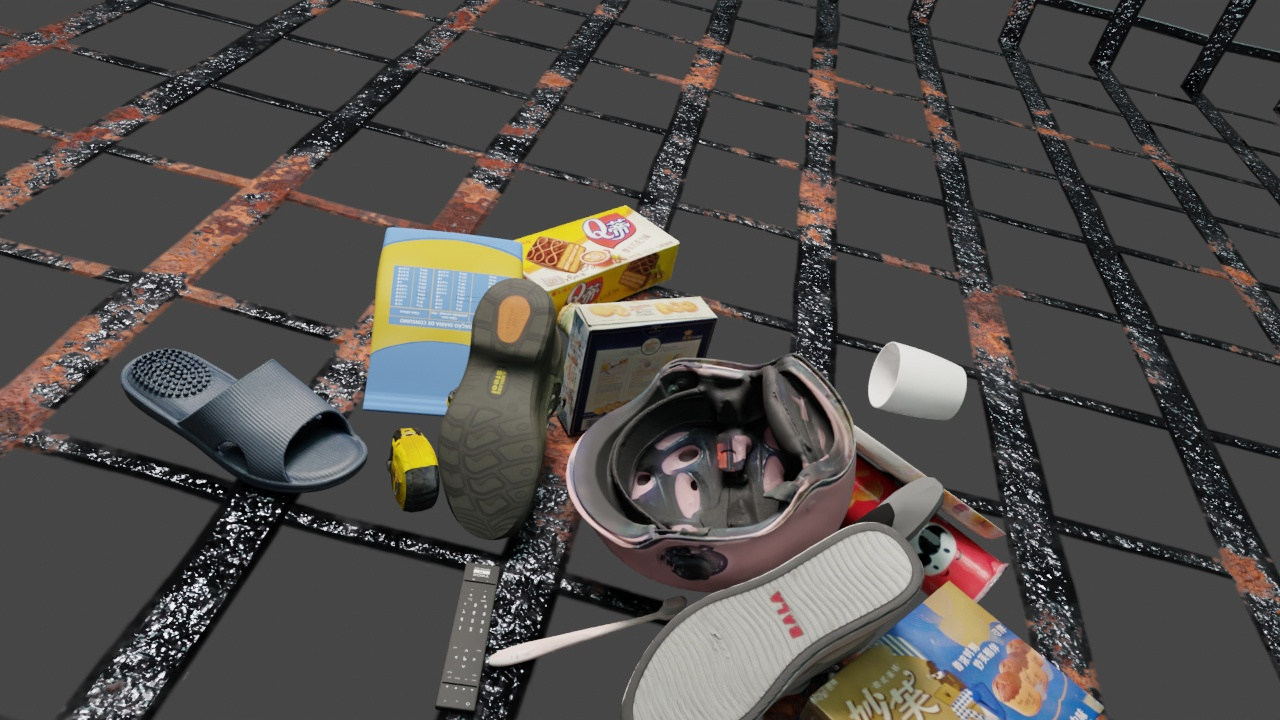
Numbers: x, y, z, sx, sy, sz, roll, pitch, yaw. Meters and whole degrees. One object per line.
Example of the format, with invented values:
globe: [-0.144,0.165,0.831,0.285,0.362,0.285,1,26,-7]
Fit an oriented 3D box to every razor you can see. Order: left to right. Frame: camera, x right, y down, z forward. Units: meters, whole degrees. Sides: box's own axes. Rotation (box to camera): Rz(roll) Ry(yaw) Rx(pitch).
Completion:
razor: [0.210,0.160,0.832,0.060,0.156,0.057,42,20,-37]

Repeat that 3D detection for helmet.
helmet: [0.068,0.112,0.834,0.255,0.153,0.229,-14,39,2]

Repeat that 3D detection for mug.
mug: [0.327,0.026,1.103,0.087,0.081,0.114,15,6,-8]

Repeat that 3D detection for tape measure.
tape measure: [-0.209,0.103,0.838,0.037,0.066,0.064,-8,43,-30]

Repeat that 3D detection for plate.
plate: [0.264,0.114,0.913,0.187,0.016,0.187,36,3,4]

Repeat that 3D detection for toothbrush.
toothbrush: [-0.041,0.228,0.772,0.181,0.018,0.015,-9,42,-25]

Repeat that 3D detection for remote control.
remote control: [-0.140,0.224,0.753,0.030,0.009,0.139,9,38,-6]

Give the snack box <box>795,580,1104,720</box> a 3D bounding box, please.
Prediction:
snack box: [0.243,0.291,0.735,0.202,0.069,0.155,-22,49,-37]

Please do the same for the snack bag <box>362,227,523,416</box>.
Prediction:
snack bag: [-0.210,-0.032,0.997,0.159,0.102,0.204,5,61,-11]

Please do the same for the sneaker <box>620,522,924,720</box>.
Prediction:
sneaker: [0.104,0.232,0.735,0.263,0.129,0.096,-32,58,-5]

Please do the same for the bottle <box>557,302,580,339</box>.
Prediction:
bottle: [-0.053,-0.023,1.067,0.043,0.043,0.111,-17,46,-34]

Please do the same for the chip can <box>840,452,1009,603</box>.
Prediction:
chip can: [0.234,0.149,0.890,0.233,0.073,0.073,39,44,24]

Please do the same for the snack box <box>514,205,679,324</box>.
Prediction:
snack box: [-0.070,-0.124,1.171,0.229,0.062,0.110,-25,51,-38]

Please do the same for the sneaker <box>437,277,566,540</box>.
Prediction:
sneaker: [-0.127,0.048,0.880,0.101,0.237,0.143,9,-6,4]

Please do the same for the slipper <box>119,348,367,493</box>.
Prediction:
slipper: [-0.379,0.038,0.858,0.264,0.083,0.101,23,41,13]

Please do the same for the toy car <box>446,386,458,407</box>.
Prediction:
toy car: [-0.152,0.064,0.928,0.049,0.030,0.107,-30,72,-40]

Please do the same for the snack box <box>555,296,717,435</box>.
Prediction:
snack box: [-0.006,0.006,0.958,0.144,0.145,0.042,-6,41,-25]

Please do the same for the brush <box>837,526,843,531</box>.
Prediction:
brush: [0.192,0.117,0.988,0.033,0.012,0.217,5,38,-10]
